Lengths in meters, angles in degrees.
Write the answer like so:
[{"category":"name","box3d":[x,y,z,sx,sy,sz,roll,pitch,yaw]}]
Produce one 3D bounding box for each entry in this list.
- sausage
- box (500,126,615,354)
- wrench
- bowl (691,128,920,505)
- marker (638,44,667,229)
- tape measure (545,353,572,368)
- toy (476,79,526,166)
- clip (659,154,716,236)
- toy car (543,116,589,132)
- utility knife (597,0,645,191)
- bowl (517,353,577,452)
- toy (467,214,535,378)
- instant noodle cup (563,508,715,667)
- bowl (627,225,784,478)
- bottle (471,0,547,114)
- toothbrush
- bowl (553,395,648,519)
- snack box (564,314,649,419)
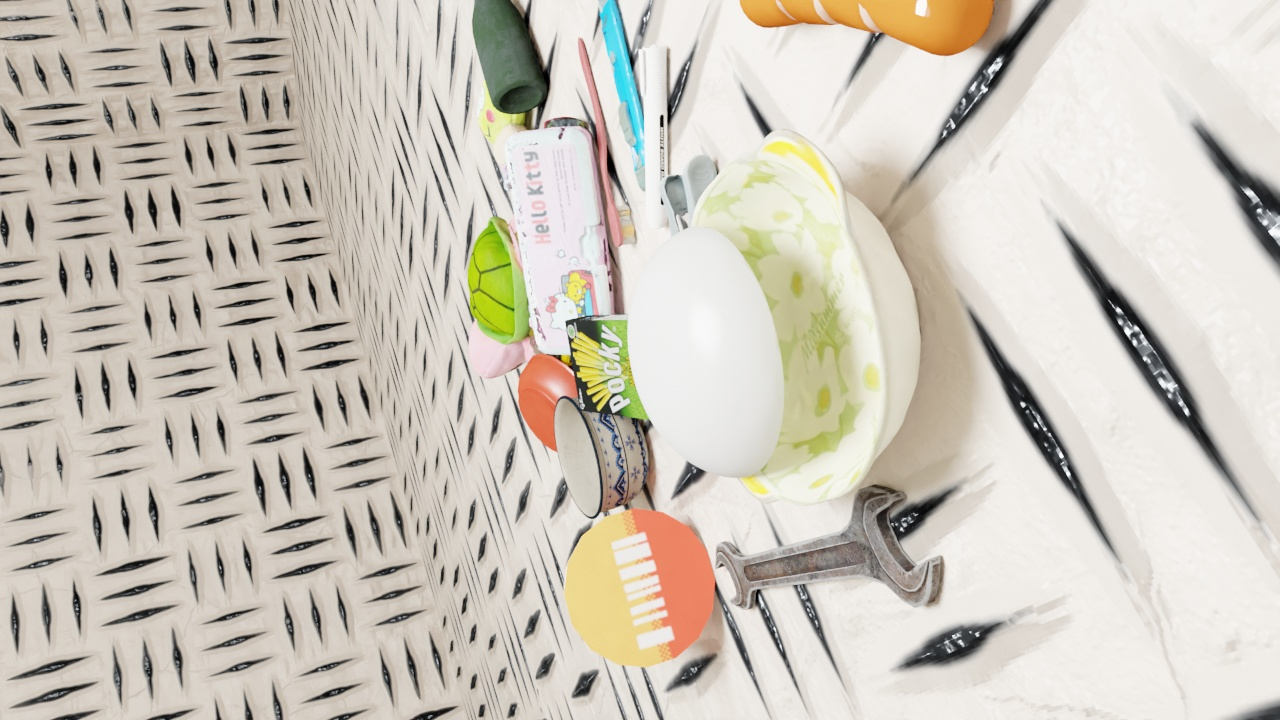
[{"category":"sausage","box3d":[0.097,-0.173,0.430,0.164,0.039,0.044,-138,41,-55]},{"category":"box","box3d":[-0.070,-0.101,0.800,0.044,0.086,0.202,-69,-26,-65]},{"category":"wrench","box3d":[0.108,0.134,0.608,0.274,0.010,0.070,137,118,-65]},{"category":"bowl","box3d":[0.093,-0.019,0.499,0.188,0.060,0.220,-125,32,-44]},{"category":"marker","box3d":[0.010,-0.160,0.670,0.017,0.020,0.134,40,137,54]},{"category":"tape measure","box3d":[-0.079,-0.023,0.931,0.067,0.038,0.063,27,127,61]},{"category":"toy","box3d":[-0.138,-0.240,0.946,0.092,0.046,0.115,151,103,-69]},{"category":"clip","box3d":[0.038,-0.048,0.654,0.143,0.029,0.172,-37,66,64]},{"category":"toy car","box3d":[-0.067,-0.170,0.819,0.036,0.042,0.091,-137,40,-66]},{"category":"utility knife","box3d":[-0.013,-0.209,0.707,0.031,0.015,0.158,-18,84,63]},{"category":"bowl","box3d":[-0.087,0.054,0.937,0.122,0.035,0.122,34,145,28]},{"category":"toy","box3d":[-0.144,-0.073,0.995,0.239,0.087,0.190,109,149,-52]},{"category":"instant noodle cup","box3d":[-0.012,0.196,0.800,0.121,0.123,0.123,136,119,-73]},{"category":"bowl","box3d":[0.025,-0.001,0.532,0.150,0.043,0.149,168,90,-68]},{"category":"bottle","box3d":[-0.139,-0.327,0.892,0.055,0.055,0.174,129,127,-62]},{"category":"toothbrush","box3d":[-0.031,-0.185,0.769,0.015,0.015,0.184,153,106,-67]},{"category":"bowl","box3d":[-0.032,0.083,0.850,0.116,0.059,0.115,167,90,-68]},{"category":"snack box","box3d":[-0.004,0.004,0.740,0.148,0.025,0.080,3,105,53]}]
